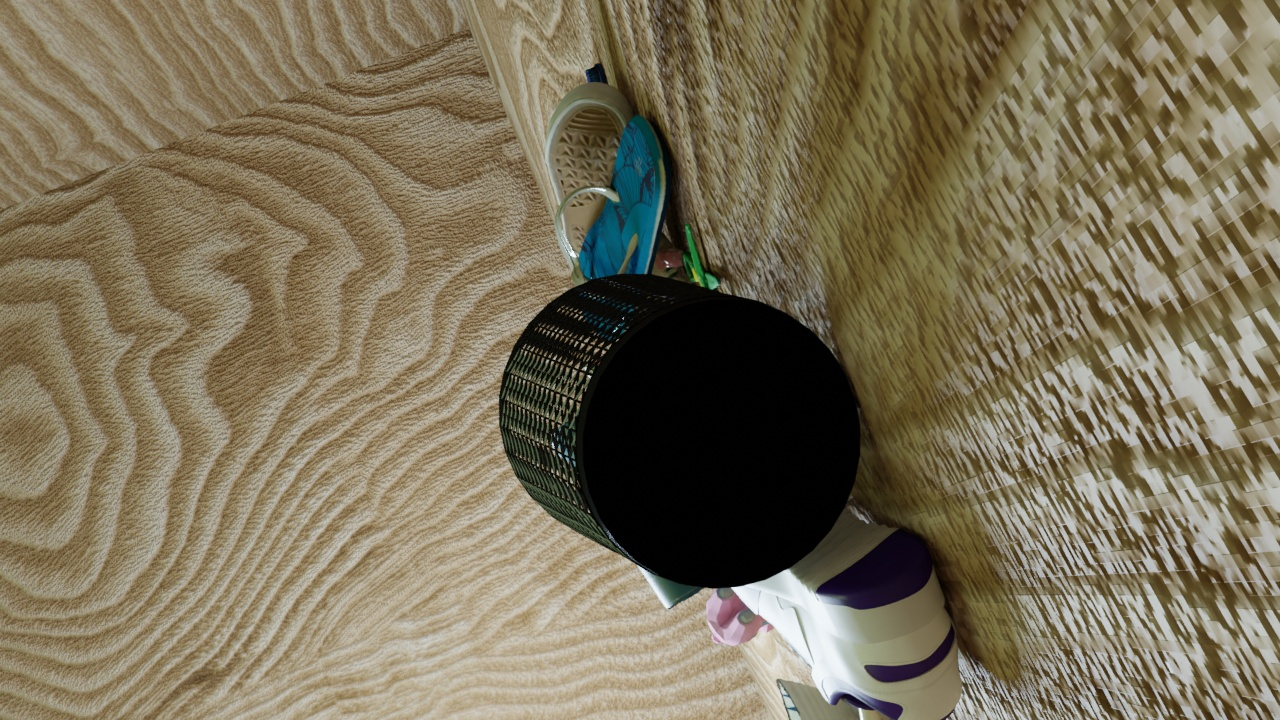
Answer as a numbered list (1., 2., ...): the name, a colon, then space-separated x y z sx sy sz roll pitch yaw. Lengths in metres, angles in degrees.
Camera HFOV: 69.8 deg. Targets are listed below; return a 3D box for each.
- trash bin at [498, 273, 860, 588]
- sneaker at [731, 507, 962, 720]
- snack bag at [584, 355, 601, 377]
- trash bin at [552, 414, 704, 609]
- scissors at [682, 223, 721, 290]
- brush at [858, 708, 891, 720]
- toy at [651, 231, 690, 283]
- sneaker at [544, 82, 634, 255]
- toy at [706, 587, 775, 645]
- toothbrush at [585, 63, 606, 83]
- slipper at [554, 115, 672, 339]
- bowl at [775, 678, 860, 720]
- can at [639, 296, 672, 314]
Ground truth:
1. trash bin: 0.021 0.042 0.625 0.243 0.216 0.217 -171 58 -77
2. sneaker: 0.126 0.164 0.600 0.111 0.091 0.244 66 166 -4
3. snack bag: -0.001 0.004 1.122 0.077 0.115 0.036 42 161 40
4. trash bin: 0.041 0.143 1.025 0.218 0.196 0.199 59 175 15
5. scissors: 0.059 -0.063 0.803 0.125 0.011 0.127 -132 19 -82
6. brush: 0.166 0.228 0.771 0.077 0.062 0.272 -88 -24 -59
7. toy: 0.012 -0.102 0.913 0.112 0.050 0.087 39 165 33
8. sneaker: -0.043 -0.196 0.916 0.236 0.087 0.079 94 -172 -61
9. toy: 0.136 0.301 1.115 0.067 0.123 0.158 48 157 27
10. toothbrush: -0.024 -0.222 0.964 0.016 0.017 0.190 -117 6 -48
11. slipper: -0.034 -0.107 0.865 0.118 0.060 0.296 64 156 22
12. bowl: 0.212 0.407 0.964 0.177 0.071 0.177 156 91 -86
13. can: 0.006 -0.065 1.069 0.100 0.054 0.059 49 171 23
